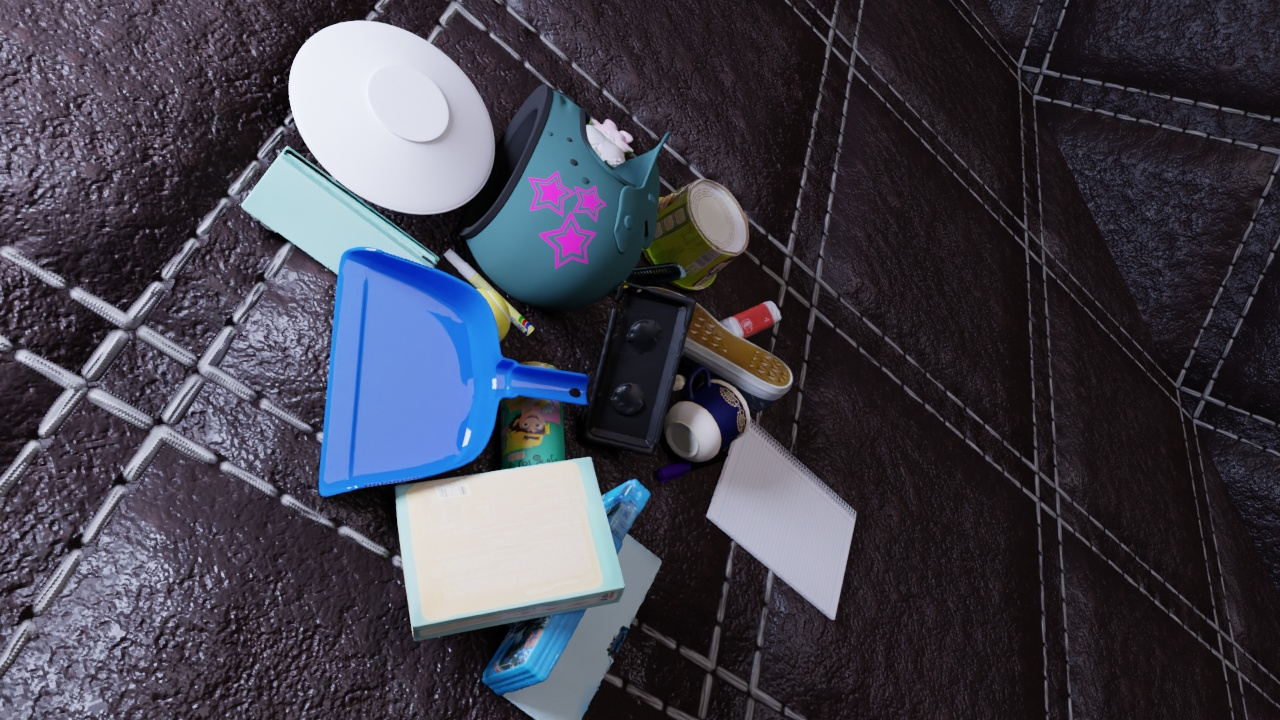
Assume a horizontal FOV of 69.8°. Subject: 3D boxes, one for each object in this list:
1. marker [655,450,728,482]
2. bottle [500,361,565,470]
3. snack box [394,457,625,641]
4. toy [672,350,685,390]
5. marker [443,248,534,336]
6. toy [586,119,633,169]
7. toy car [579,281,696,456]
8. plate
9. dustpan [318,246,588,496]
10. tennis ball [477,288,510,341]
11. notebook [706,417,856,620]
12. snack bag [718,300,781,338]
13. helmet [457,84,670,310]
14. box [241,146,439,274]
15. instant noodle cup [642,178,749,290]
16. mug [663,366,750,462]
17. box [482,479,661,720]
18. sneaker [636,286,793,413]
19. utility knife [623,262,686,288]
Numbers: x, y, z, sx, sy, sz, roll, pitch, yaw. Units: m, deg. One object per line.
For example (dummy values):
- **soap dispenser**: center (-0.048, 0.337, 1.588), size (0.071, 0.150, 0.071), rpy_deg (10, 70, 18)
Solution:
- **marker**: center (0.068, 0.133, 1.164), size (0.133, 0.015, 0.018), rpy_deg (-10, 103, -45)
- **bottle**: center (-0.113, 0.108, 0.970), size (0.068, 0.068, 0.209), rpy_deg (15, 59, -37)
- **snack box**: center (-0.125, 0.172, 0.863), size (0.193, 0.044, 0.141), rpy_deg (-7, 55, -17)
- **toy**: center (0.002, 0.013, 1.141), size (0.050, 0.112, 0.087), rpy_deg (56, 21, -85)
- **marker**: center (-0.174, -0.078, 1.054), size (0.132, 0.014, 0.014), rpy_deg (45, 45, -15)
- **toy**: center (-0.051, -0.296, 1.266), size (0.095, 0.041, 0.108), rpy_deg (37, 43, -3)
- **toy car**: center (-0.006, 0.006, 1.076), size (0.094, 0.071, 0.192), rpy_deg (13, 100, -8)
- **plate**: center (-0.251, -0.266, 0.973), size (0.229, 0.030, 0.229), rpy_deg (15, 63, -33)
- **dustpan**: center (-0.174, 0.020, 0.920), size (0.257, 0.060, 0.245), rpy_deg (10, 70, -30)
- **tennis ball**: center (-0.174, -0.045, 0.999), size (0.065, 0.065, 0.065), rpy_deg (21, 55, -34)
- **notebook**: center (0.200, 0.209, 1.246), size (0.245, 0.013, 0.177), rpy_deg (41, 47, -19)
- **snack bag**: center (0.135, -0.044, 1.274), size (0.115, 0.077, 0.036), rpy_deg (-23, 87, -47)
- **helmet**: center (-0.075, -0.183, 1.071), size (0.200, 0.177, 0.274), rpy_deg (32, 62, -26)
- **box**: center (-0.304, -0.141, 0.955), size (0.188, 0.077, 0.093), rpy_deg (36, 13, -22)
- **instant noodle cup**: center (0.079, -0.180, 1.280), size (0.146, 0.098, 0.146), rpy_deg (21, 55, -33)
- **mug**: center (0.074, 0.068, 1.146), size (0.089, 0.086, 0.112), rpy_deg (-32, 111, -44)
- **box**: center (-0.044, 0.252, 0.938), size (0.115, 0.094, 0.242), rpy_deg (44, 46, -10)
- **sneaker**: center (0.081, -0.007, 1.197), size (0.235, 0.079, 0.087), rpy_deg (33, 41, 6)
- **utility knife**: center (-0.007, -0.109, 1.197), size (0.172, 0.020, 0.029), rpy_deg (-9, 109, -34)
